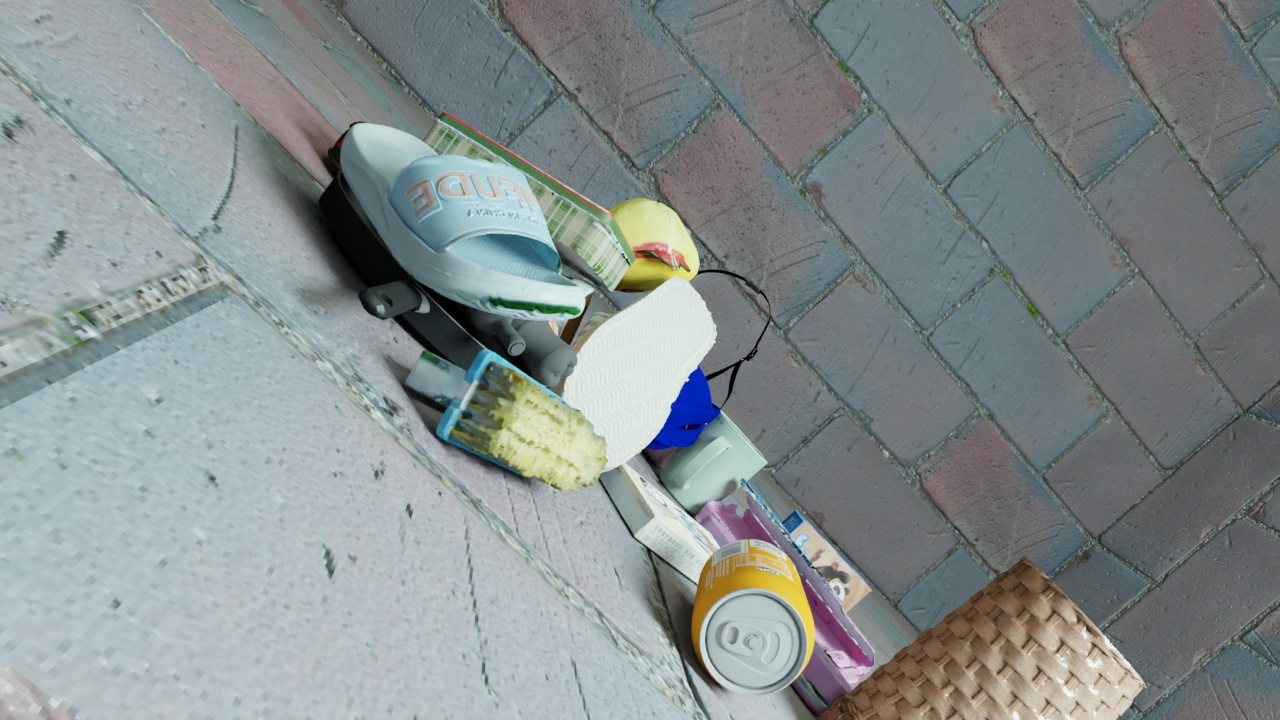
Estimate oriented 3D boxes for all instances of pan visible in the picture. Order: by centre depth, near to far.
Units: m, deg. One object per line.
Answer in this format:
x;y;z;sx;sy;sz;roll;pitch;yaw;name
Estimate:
-0.156;-0.046;0.652;0.225;0.034;0.356;47;4;-7;pan

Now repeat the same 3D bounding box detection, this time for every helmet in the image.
0.036;-0.010;0.975;0.148;0.228;0.241;40;4;25;helmet

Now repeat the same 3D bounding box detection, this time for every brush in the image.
-0.076;0.038;0.561;0.075;0.055;0.136;24;-9;31;brush

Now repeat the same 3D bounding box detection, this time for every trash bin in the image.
0.255;0.268;0.683;0.151;0.210;0.151;47;5;-5;trash bin

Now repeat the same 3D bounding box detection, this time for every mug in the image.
0.075;0.116;1.030;0.084;0.104;0.111;49;3;16;mug

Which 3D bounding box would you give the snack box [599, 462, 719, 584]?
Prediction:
0.030;0.150;0.784;0.150;0.026;0.082;43;5;-38;snack box

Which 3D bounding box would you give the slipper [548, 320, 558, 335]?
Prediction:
-0.118;-0.096;0.765;0.197;0.081;0.093;50;3;19;slipper

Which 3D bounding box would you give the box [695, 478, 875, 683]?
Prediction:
0.160;0.223;0.960;0.084;0.077;0.230;14;29;-47;box

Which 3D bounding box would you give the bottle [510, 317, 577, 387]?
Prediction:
-0.091;-0.029;0.680;0.110;0.036;0.036;50;4;13;bottle

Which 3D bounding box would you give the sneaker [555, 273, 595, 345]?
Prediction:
-0.118;-0.066;0.942;0.127;0.121;0.294;24;6;-10;sneaker

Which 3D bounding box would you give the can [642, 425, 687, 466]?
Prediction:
0.022;0.080;1.104;0.076;0.067;0.067;48;4;19;can

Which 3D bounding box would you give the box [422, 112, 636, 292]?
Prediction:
-0.104;-0.145;0.850;0.205;0.050;0.117;34;-3;19;box

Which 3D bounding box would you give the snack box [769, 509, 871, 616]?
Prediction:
0.209;0.264;1.137;0.151;0.087;0.034;45;4;-24;snack box

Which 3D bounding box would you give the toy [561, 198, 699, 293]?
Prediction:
-0.019;-0.115;0.970;0.133;0.092;0.208;11;-10;-32;toy

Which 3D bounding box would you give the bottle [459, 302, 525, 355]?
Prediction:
-0.108;-0.040;0.635;0.113;0.030;0.030;50;5;40;bottle

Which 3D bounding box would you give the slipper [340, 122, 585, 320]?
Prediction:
-0.125;-0.107;0.616;0.103;0.074;0.245;2;34;-47;slipper

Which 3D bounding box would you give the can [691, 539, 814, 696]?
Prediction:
0.076;0.175;0.635;0.079;0.079;0.142;48;4;4;can

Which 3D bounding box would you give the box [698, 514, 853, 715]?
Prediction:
0.117;0.233;0.845;0.214;0.036;0.076;50;1;37;box

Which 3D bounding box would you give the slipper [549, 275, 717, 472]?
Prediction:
-0.005;0.005;0.816;0.114;0.054;0.271;61;37;-15;slipper

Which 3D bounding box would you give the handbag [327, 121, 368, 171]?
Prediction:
-0.223;-0.155;0.881;0.166;0.063;0.138;43;-4;-29;handbag
